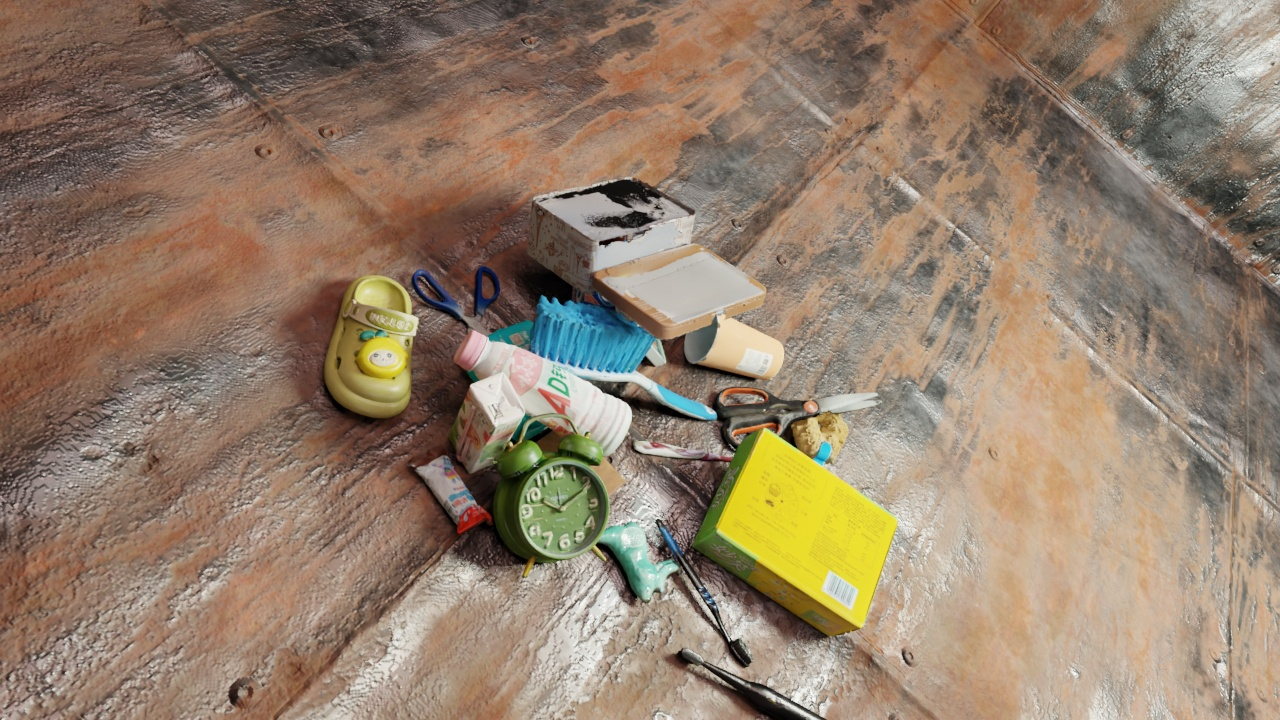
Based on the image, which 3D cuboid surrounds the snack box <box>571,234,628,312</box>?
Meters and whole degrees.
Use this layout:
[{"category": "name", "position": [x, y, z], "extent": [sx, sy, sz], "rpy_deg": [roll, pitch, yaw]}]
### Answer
[{"category": "snack box", "position": [-0.054, -0.128, 1.226], "extent": [0.058, 0.057, 0.207], "rpy_deg": [17, 49, -18]}]

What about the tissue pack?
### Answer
[{"category": "tissue pack", "position": [-0.138, 0.020, 1.054], "extent": [0.093, 0.050, 0.133], "rpy_deg": [-25, 76, -43]}]

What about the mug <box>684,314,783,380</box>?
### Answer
[{"category": "mug", "position": [0.131, -0.017, 1.250], "extent": [0.122, 0.078, 0.078], "rpy_deg": [18, 48, -26]}]

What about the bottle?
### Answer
[{"category": "bottle", "position": [-0.105, 0.032, 0.986], "extent": [0.197, 0.068, 0.068], "rpy_deg": [31, 44, -17]}]

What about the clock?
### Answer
[{"category": "clock", "position": [-0.090, 0.135, 0.947], "extent": [0.116, 0.056, 0.161], "rpy_deg": [-6, 89, -28]}]

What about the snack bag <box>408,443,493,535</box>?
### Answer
[{"category": "snack bag", "position": [-0.195, 0.135, 0.946], "extent": [0.045, 0.026, 0.105], "rpy_deg": [-27, 71, -40]}]

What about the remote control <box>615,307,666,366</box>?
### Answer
[{"category": "remote control", "position": [0.000, -0.039, 1.159], "extent": [0.135, 0.019, 0.056], "rpy_deg": [48, 23, -61]}]

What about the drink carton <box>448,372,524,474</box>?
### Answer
[{"category": "drink carton", "position": [-0.163, 0.068, 0.951], "extent": [0.045, 0.123, 0.053], "rpy_deg": [-22, 71, -33]}]

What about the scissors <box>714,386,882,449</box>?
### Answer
[{"category": "scissors", "position": [0.208, 0.052, 1.223], "extent": [0.234, 0.022, 0.148], "rpy_deg": [-28, 62, -22]}]

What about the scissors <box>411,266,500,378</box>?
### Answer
[{"category": "scissors", "position": [-0.204, -0.056, 1.102], "extent": [0.162, 0.012, 0.174], "rpy_deg": [32, 45, -13]}]

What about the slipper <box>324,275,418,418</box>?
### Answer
[{"category": "slipper", "position": [-0.283, -0.030, 0.983], "extent": [0.091, 0.082, 0.190], "rpy_deg": [11, 48, -23]}]

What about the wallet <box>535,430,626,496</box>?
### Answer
[{"category": "wallet", "position": [-0.086, 0.130, 1.029], "extent": [0.101, 0.020, 0.115], "rpy_deg": [46, 47, 9]}]

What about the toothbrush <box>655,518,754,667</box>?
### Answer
[{"category": "toothbrush", "position": [0.071, 0.256, 1.022], "extent": [0.014, 0.016, 0.189], "rpy_deg": [-19, 73, -52]}]

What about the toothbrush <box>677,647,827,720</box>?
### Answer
[{"category": "toothbrush", "position": [0.131, 0.361, 0.982], "extent": [0.212, 0.027, 0.026], "rpy_deg": [31, 60, -8]}]

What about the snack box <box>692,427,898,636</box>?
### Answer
[{"category": "snack box", "position": [0.186, 0.203, 1.090], "extent": [0.210, 0.070, 0.157], "rpy_deg": [34, 57, -5]}]

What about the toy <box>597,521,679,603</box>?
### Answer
[{"category": "toy", "position": [0.000, 0.219, 1.007], "extent": [0.096, 0.030, 0.092], "rpy_deg": [-7, 65, -45]}]

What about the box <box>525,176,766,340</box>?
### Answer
[{"category": "box", "position": [0.007, -0.123, 1.102], "extent": [0.176, 0.082, 0.260], "rpy_deg": [-21, 45, -37]}]

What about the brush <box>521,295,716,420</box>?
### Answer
[{"category": "brush", "position": [-0.006, 0.006, 1.092], "extent": [0.314, 0.110, 0.060], "rpy_deg": [11, 26, -35]}]

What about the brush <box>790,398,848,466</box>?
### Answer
[{"category": "brush", "position": [0.231, 0.158, 1.199], "extent": [0.083, 0.046, 0.254], "rpy_deg": [24, 51, -17]}]

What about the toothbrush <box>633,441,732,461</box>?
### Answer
[{"category": "toothbrush", "position": [0.075, 0.116, 1.145], "extent": [0.187, 0.017, 0.016], "rpy_deg": [11, 50, -27]}]
